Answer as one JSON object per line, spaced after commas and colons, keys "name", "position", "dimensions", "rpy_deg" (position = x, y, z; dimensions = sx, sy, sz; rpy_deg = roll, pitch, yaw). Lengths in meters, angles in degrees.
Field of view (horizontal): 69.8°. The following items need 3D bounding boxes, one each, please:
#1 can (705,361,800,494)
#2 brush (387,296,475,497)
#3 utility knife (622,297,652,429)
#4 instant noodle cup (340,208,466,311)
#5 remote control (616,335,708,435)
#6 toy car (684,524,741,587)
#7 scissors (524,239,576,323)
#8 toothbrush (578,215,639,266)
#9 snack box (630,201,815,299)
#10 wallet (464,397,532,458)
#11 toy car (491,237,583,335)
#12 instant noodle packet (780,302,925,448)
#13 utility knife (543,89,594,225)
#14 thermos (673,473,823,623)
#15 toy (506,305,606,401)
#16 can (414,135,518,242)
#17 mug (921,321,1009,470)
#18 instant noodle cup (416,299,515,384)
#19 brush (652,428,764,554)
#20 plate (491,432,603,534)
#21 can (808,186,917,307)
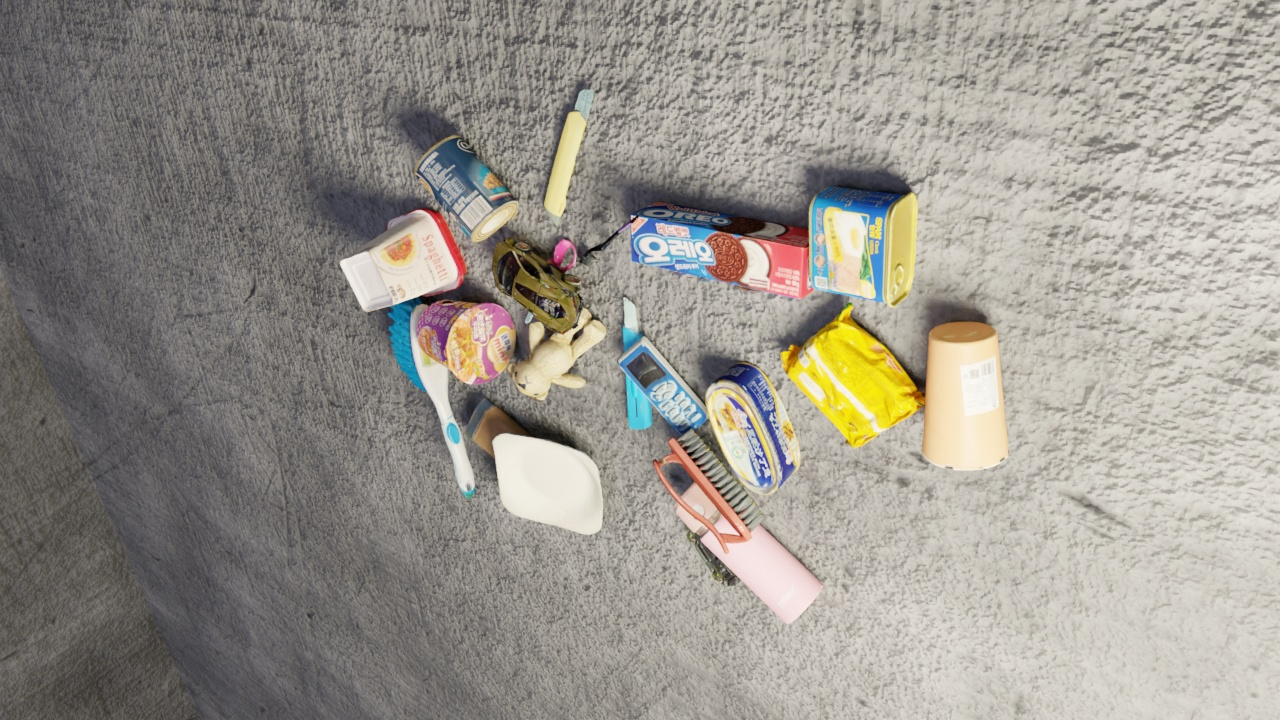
{"name": "can", "position": [0.127, 0.078, 1.037], "dimensions": [0.075, 0.049, 0.148], "rpy_deg": [-11, 108, 43]}
{"name": "brush", "position": [-0.300, 0.053, 1.347], "dimensions": [0.109, 0.060, 0.315], "rpy_deg": [27, 131, 45]}
{"name": "utility knife", "position": [-0.007, 0.007, 1.126], "dimensions": [0.034, 0.018, 0.182], "rpy_deg": [15, 123, 33]}
{"name": "instant noodle cup", "position": [-0.318, -0.128, 1.222], "dimensions": [0.117, 0.123, 0.116], "rpy_deg": [-8, 111, 43]}
{"name": "remote control", "position": [0.028, 0.031, 1.098], "dimensions": [0.125, 0.024, 0.049], "rpy_deg": [49, 123, -3]}
{"name": "toy car", "position": [0.098, 0.239, 1.177], "dimensions": [0.105, 0.032, 0.048], "rpy_deg": [54, 138, 15]}
{"name": "scissors", "position": [-0.121, -0.101, 1.140], "dimensions": [0.134, 0.017, 0.134], "rpy_deg": [43, 123, 22]}
{"name": "toothbrush", "position": [-0.035, -0.131, 1.021], "dimensions": [0.017, 0.014, 0.189], "rpy_deg": [45, 159, -10]}
{"name": "snack box", "position": [0.086, -0.115, 0.944], "dimensions": [0.208, 0.057, 0.058], "rpy_deg": [17, 123, 32]}
{"name": "wallet", "position": [-0.200, 0.118, 1.349], "dimensions": [0.115, 0.033, 0.090], "rpy_deg": [38, 133, 10]}
{"name": "toy car", "position": [-0.130, -0.091, 1.115], "dimensions": [0.158, 0.042, 0.070], "rpy_deg": [35, 124, 27]}
{"name": "instant noodle packet", "position": [0.214, 0.017, 0.931], "dimensions": [0.128, 0.044, 0.111], "rpy_deg": [51, 138, 5]}
{"name": "utility knife", "position": [-0.083, -0.229, 1.038], "dimensions": [0.031, 0.019, 0.184], "rpy_deg": [35, 140, 12]}
{"name": "thermos", "position": [0.134, 0.220, 1.118], "dimensions": [0.198, 0.067, 0.087], "rpy_deg": [45, 104, 10]}
{"name": "toy", "position": [-0.106, -0.008, 1.165], "dimensions": [0.105, 0.066, 0.158], "rpy_deg": [47, 120, -3]}
{"name": "can", "position": [-0.211, -0.207, 1.118], "dimensions": [0.111, 0.075, 0.076], "rpy_deg": [49, 136, 3]}
{"name": "mug", "position": [0.299, 0.030, 0.849], "dimensions": [0.078, 0.078, 0.123], "rpy_deg": [8, 117, 36]}
{"name": "instant noodle cup", "position": [-0.241, -0.033, 1.237], "dimensions": [0.099, 0.111, 0.112], "rpy_deg": [20, 128, 41]}
{"name": "brush", "position": [0.079, 0.155, 1.073], "dimensions": [0.146, 0.069, 0.063], "rpy_deg": [50, 174, 21]}
{"name": "plate", "position": [-0.125, 0.167, 1.294], "dimensions": [0.164, 0.034, 0.164], "rpy_deg": [12, 127, 17]}
{"name": "can", "position": [0.205, -0.108, 0.851], "dimensions": [0.083, 0.057, 0.102], "rpy_deg": [16, 125, 35]}
